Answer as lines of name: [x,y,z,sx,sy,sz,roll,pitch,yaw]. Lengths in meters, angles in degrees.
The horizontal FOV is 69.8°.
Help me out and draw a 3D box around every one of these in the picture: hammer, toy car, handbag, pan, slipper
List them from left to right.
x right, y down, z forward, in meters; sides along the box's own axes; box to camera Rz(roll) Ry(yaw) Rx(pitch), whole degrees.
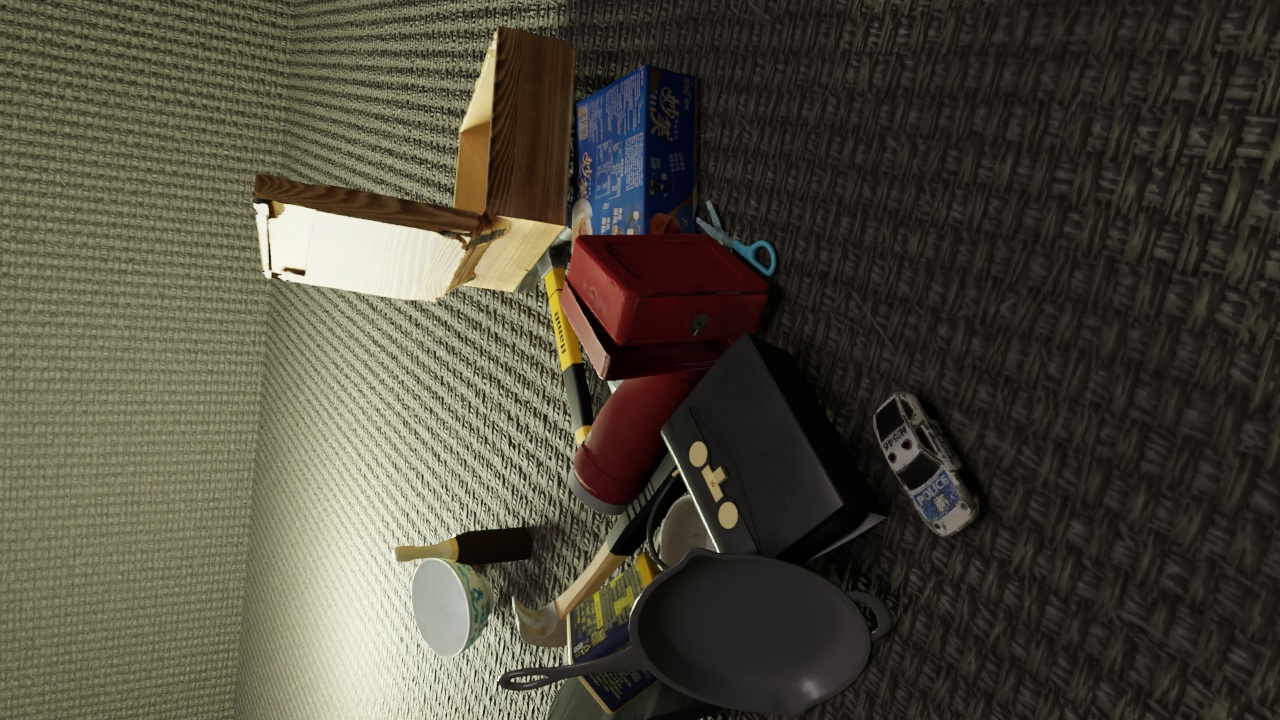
hammer: [-0.092,-0.017,1.153,0.170,0.034,0.324,-37,60,51]
hammer: [-0.029,0.204,0.967,0.329,0.131,0.039,-55,40,34]
slipper: [0.017,0.346,0.913,0.266,0.083,0.108,-28,26,34]
pan: [0.033,0.238,0.773,0.355,0.216,0.024,-18,30,21]
handbag: [0.077,0.110,0.791,0.196,0.072,0.175,-42,52,23]
toy car: [0.208,0.075,0.678,0.049,0.040,0.112,-55,46,41]

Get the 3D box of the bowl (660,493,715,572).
bowl: [0.075,0.181,0.858,0.116,0.059,0.115,-4,85,57]

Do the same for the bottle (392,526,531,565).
bottle: [-0.236,0.249,1.214,0.045,0.184,0.045,-4,85,57]

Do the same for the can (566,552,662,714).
can: [-0.010,0.262,0.890,0.075,0.104,0.135,53,180,-9]

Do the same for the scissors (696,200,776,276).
scissors: [0.092,-0.113,0.887,0.095,0.015,0.142,-45,58,47]

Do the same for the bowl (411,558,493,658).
bowl: [-0.263,0.352,1.339,0.144,0.074,0.144,4,96,43]

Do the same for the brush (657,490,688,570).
brush: [0.033,0.190,0.965,0.039,0.012,0.151,37,120,52]

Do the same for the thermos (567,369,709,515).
thermos: [0.010,0.070,0.939,0.108,0.083,0.199,36,117,12]

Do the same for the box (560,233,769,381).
box: [0.020,-0.059,0.849,0.129,0.157,0.098,54,142,43]

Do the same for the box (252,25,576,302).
box: [-0.274,-0.215,1.094,0.280,0.336,0.285,151,121,-65]

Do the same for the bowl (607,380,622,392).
bowl: [-0.006,0.006,1.007,0.106,0.039,0.106,-4,85,57]

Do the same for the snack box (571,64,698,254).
snack box: [-0.009,-0.193,0.994,0.155,0.069,0.202,-4,84,56]

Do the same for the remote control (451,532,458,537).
remote control: [-0.312,0.321,1.485,0.124,0.011,0.028,-55,46,40]
